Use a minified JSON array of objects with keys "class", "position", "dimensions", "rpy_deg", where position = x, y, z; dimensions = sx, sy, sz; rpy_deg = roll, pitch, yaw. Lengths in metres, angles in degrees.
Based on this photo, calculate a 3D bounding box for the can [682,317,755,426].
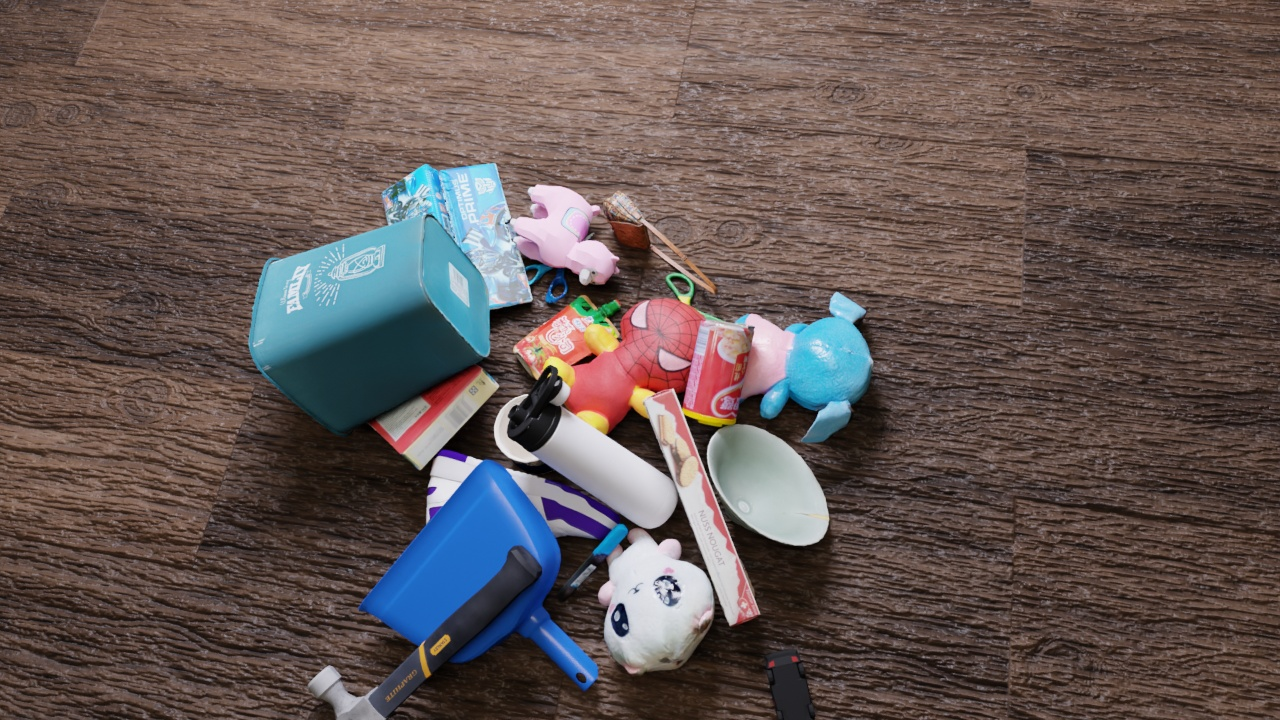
[{"class":"can","position":[0.094,0.013,1.108],"dimensions":[0.067,0.066,0.124],"rpy_deg":[12,96,11]}]

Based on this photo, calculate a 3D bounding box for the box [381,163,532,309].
[{"class":"box","position":[-0.262,-0.166,1.274],"dimensions":[0.175,0.060,0.243],"rpy_deg":[-19,68,3]}]

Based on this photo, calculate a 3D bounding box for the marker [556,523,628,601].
[{"class":"marker","position":[-0.058,0.241,1.096],"dimensions":[0.123,0.018,0.015],"rpy_deg":[-49,39,11]}]

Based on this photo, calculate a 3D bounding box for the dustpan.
[{"class":"dustpan","position":[-0.155,0.286,1.055],"dimensions":[0.257,0.059,0.246],"rpy_deg":[43,101,10]}]

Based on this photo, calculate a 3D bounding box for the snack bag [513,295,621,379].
[{"class":"snack bag","position":[-0.090,-0.034,1.225],"dimensions":[0.155,0.044,0.087],"rpy_deg":[-34,60,-14]}]

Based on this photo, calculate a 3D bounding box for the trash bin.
[{"class":"trash bin","position":[-0.317,-0.053,1.125],"dimensions":[0.219,0.199,0.196],"rpy_deg":[-21,48,13]}]

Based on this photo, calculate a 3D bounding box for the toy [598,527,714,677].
[{"class":"toy","position":[0.012,0.272,1.062],"dimensions":[0.139,0.101,0.179],"rpy_deg":[-35,49,5]}]

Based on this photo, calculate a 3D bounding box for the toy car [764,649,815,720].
[{"class":"toy car","position":[0.168,0.373,1.031],"dimensions":[0.042,0.036,0.091],"rpy_deg":[-13,77,2]}]

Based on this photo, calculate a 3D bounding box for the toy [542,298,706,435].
[{"class":"toy","position":[-0.007,0.007,1.162],"dimensions":[0.216,0.099,0.147],"rpy_deg":[-32,80,-5]}]

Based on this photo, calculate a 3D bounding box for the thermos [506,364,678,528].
[{"class":"thermos","position":[-0.046,0.105,1.066],"dimensions":[0.101,0.230,0.068],"rpy_deg":[-47,26,14]}]

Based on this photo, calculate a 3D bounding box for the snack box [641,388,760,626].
[{"class":"snack box","position":[0.070,0.165,1.061],"dimensions":[0.044,0.076,0.273],"rpy_deg":[-21,85,-1]}]

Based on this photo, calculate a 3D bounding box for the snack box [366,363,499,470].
[{"class":"snack box","position":[-0.269,0.052,1.166],"dimensions":[0.142,0.040,0.145],"rpy_deg":[-48,37,-12]}]

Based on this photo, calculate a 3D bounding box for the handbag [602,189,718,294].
[{"class":"handbag","position":[0.025,-0.146,1.229],"dimensions":[0.196,0.093,0.043],"rpy_deg":[42,83,14]}]

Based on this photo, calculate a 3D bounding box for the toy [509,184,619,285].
[{"class":"toy","position":[-0.095,-0.169,1.250],"dimensions":[0.157,0.067,0.123],"rpy_deg":[21,64,10]}]

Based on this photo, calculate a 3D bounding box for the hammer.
[{"class":"hammer","position":[-0.231,0.318,1.030],"dimensions":[0.139,0.035,0.313],"rpy_deg":[46,102,6]}]

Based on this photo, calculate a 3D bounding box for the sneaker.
[{"class":"sneaker","position":[-0.152,0.193,1.111],"dimensions":[0.244,0.092,0.111],"rpy_deg":[15,78,10]}]

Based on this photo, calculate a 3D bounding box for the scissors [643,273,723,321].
[{"class":"scissors","position":[0.056,-0.057,1.227],"dimensions":[0.108,0.012,0.131],"rpy_deg":[-29,67,-5]}]

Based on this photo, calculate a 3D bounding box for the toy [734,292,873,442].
[{"class":"toy","position":[0.198,-0.006,1.155],"dimensions":[0.192,0.099,0.223],"rpy_deg":[7,61,21]}]

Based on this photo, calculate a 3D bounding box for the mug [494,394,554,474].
[{"class":"mug","position":[-0.117,0.100,1.140],"dimensions":[0.112,0.089,0.085],"rpy_deg":[15,70,12]}]

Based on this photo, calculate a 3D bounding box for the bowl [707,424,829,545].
[{"class":"bowl","position":[0.136,0.164,1.096],"dimensions":[0.174,0.068,0.173],"rpy_deg":[24,38,-21]}]

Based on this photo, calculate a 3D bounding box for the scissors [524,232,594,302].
[{"class":"scissors","position":[-0.101,-0.134,1.277],"dimensions":[0.083,0.016,0.134],"rpy_deg":[40,73,23]}]
